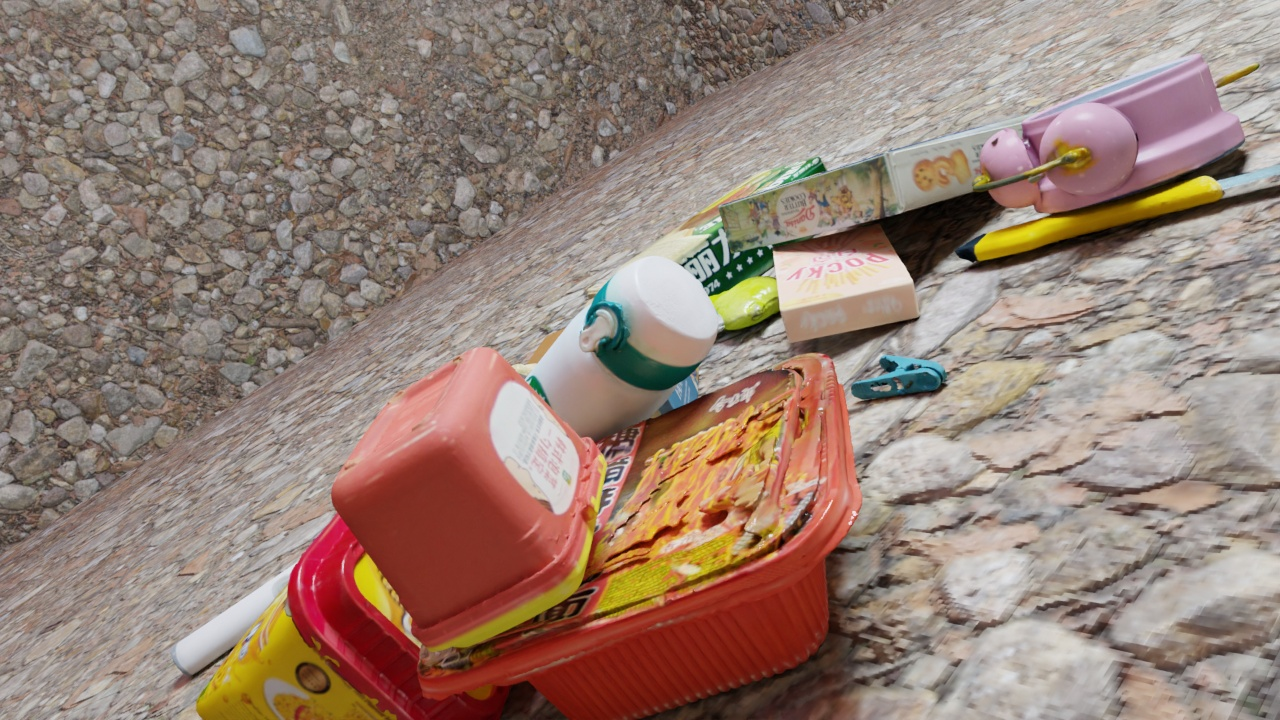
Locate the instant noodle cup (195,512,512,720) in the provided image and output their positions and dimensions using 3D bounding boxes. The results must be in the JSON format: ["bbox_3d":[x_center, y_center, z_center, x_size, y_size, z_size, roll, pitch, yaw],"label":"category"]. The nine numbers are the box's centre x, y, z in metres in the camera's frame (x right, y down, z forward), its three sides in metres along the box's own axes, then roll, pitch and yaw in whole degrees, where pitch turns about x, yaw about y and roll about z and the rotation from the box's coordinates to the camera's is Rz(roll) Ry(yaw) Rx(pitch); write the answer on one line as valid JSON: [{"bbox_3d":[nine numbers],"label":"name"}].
[{"bbox_3d":[-0.132,0.137,0.438,0.124,0.116,0.116,-37,13,20],"label":"instant noodle cup"}]

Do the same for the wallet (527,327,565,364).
[{"bbox_3d":[-0.060,0.006,0.767,0.108,0.031,0.131,-24,24,29],"label":"wallet"}]

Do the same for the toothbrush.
[{"bbox_3d":[-0.254,0.164,0.710,0.220,0.027,0.026,-34,-3,-15],"label":"toothbrush"}]

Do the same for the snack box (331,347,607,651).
[{"bbox_3d":[-0.061,0.047,0.344,0.082,0.080,0.091,-29,19,16],"label":"snack box"}]

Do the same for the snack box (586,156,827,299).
[{"bbox_3d":[0.072,-0.106,0.881,0.239,0.063,0.115,-37,17,-22],"label":"snack box"}]

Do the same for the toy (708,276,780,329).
[{"bbox_3d":[0.077,-0.044,0.740,0.100,0.031,0.096,-24,15,25],"label":"toy"}]

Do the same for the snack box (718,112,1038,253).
[{"bbox_3d":[0.186,-0.136,0.713,0.177,0.046,0.183,-20,8,-32],"label":"snack box"}]

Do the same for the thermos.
[{"bbox_3d":[-0.040,0.029,0.508,0.225,0.073,0.073,-47,1,42],"label":"thermos"}]

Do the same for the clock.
[{"bbox_3d":[0.275,-0.130,0.553,0.158,0.060,0.117,-26,9,-11],"label":"clock"}]

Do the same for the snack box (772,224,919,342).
[{"bbox_3d":[0.139,-0.058,0.645,0.084,0.026,0.157,-12,19,11],"label":"snack box"}]

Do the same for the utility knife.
[{"bbox_3d":[0.274,-0.083,0.532,0.191,0.015,0.033,-12,21,47],"label":"utility knife"}]

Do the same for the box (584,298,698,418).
[{"bbox_3d":[-0.004,0.004,0.638,0.063,0.090,0.184,-26,19,12],"label":"box"}]

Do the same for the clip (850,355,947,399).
[{"bbox_3d":[0.141,0.009,0.496,0.034,0.013,0.055,-40,19,-29],"label":"clip"}]

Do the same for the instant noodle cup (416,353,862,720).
[{"bbox_3d":[0.013,0.079,0.393,0.189,0.079,0.164,-26,17,20],"label":"instant noodle cup"}]

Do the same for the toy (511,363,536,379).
[{"bbox_3d":[-0.102,0.053,0.647,0.158,0.105,0.066,-44,20,48],"label":"toy"}]
